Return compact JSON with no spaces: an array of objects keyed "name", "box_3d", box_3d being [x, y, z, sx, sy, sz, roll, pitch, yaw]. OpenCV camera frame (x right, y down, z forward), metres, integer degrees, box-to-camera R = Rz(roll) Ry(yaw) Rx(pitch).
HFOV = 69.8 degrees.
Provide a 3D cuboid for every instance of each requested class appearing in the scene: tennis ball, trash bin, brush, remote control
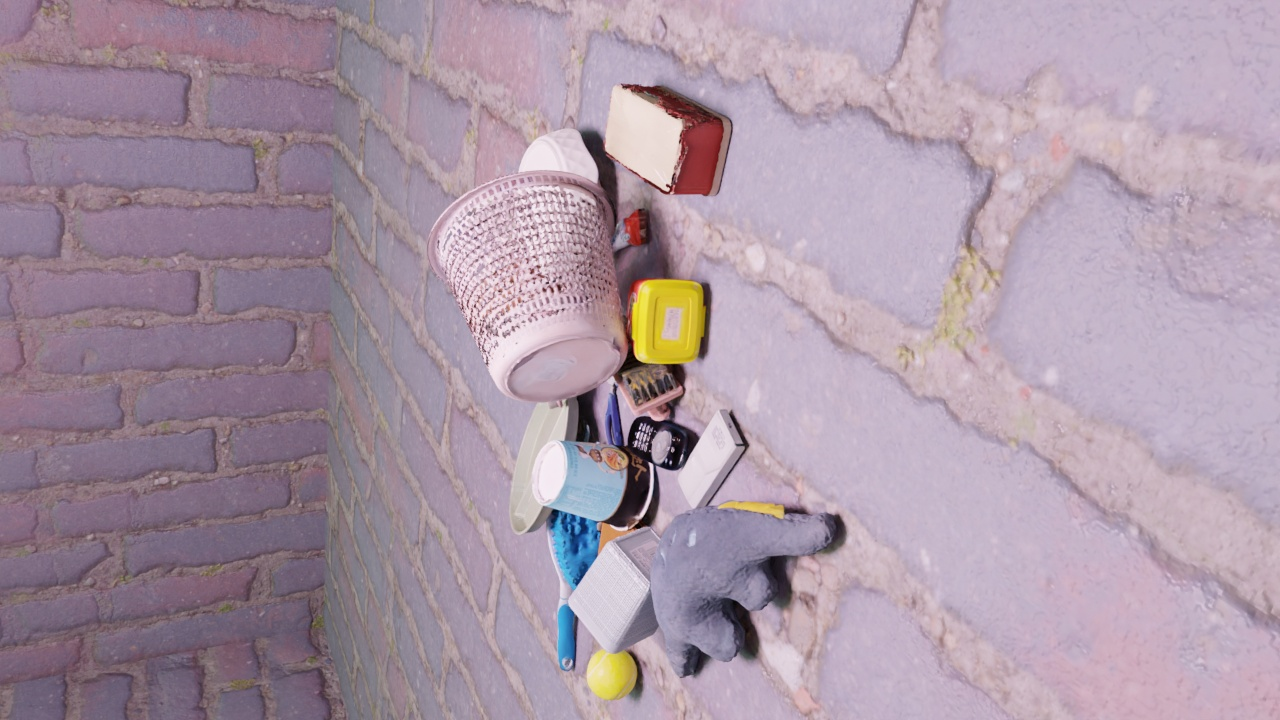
[{"name":"tennis ball","box_3d":[-0.037,0.405,1.186,0.065,0.065,0.065,13,104,61]},{"name":"trash bin","box_3d":[-0.111,-0.068,1.034,0.228,0.227,0.192,-57,44,48]},{"name":"brush","box_3d":[-0.098,0.315,1.308,0.109,0.060,0.314,12,108,62]},{"name":"remote control","box_3d":[0.074,0.109,0.988,0.049,0.024,0.125,65,144,34]},{"name":"remote control","box_3d":[0.024,0.097,1.071,0.136,0.024,0.053,15,88,62]},{"name":"brush","box_3d":[-0.006,0.006,1.091,0.145,0.063,0.073,57,170,44]}]

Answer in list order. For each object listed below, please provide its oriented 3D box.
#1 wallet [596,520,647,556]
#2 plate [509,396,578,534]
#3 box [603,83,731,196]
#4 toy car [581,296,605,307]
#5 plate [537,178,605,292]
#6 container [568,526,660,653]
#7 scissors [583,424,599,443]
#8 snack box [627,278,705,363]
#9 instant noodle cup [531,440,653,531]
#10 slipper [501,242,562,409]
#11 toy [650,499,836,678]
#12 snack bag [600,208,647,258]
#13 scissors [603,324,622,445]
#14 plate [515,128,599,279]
[{"name":"wallet","box_3d":[-0.023,0.256,1.179,0.108,0.031,0.132,34,121,53]},{"name":"plate","box_3d":[-0.137,0.137,1.306,0.230,0.027,0.230,-162,91,-71]},{"name":"box","box_3d":[0.018,-0.243,0.993,0.168,0.076,0.091,45,133,50]},{"name":"toy car","box_3d":[-0.063,-0.066,1.204,0.034,0.042,0.091,58,154,-4]},{"name":"plate","box_3d":[-0.110,-0.185,1.291,0.230,0.028,0.229,10,102,60]},{"name":"container","box_3d":[-0.012,0.264,1.073,0.090,0.089,0.112,45,124,27]},{"name":"scissors","box_3d":[-0.086,0.135,1.284,0.093,0.017,0.138,44,137,38]},{"name":"snack box","box_3d":[0.025,-0.047,1.011,0.080,0.082,0.091,-140,52,-71]},{"name":"instant noodle cup","box_3d":[-0.063,0.146,1.117,0.111,0.120,0.111,-26,56,47]},{"name":"slipper","box_3d":[-0.142,-0.058,1.276,0.114,0.054,0.274,85,167,-60]},{"name":"toy","box_3d":[0.075,0.226,0.947,0.138,0.091,0.357,42,136,16]},{"name":"snack bag","box_3d":[-0.023,-0.154,1.132,0.104,0.026,0.048,-17,71,62]},{"name":"scissors","box_3d":[-0.033,0.035,1.190,0.163,0.012,0.176,-5,88,63]},{"name":"plate","box_3d":[-0.117,-0.205,1.223,0.205,0.045,0.205,11,103,60]}]
